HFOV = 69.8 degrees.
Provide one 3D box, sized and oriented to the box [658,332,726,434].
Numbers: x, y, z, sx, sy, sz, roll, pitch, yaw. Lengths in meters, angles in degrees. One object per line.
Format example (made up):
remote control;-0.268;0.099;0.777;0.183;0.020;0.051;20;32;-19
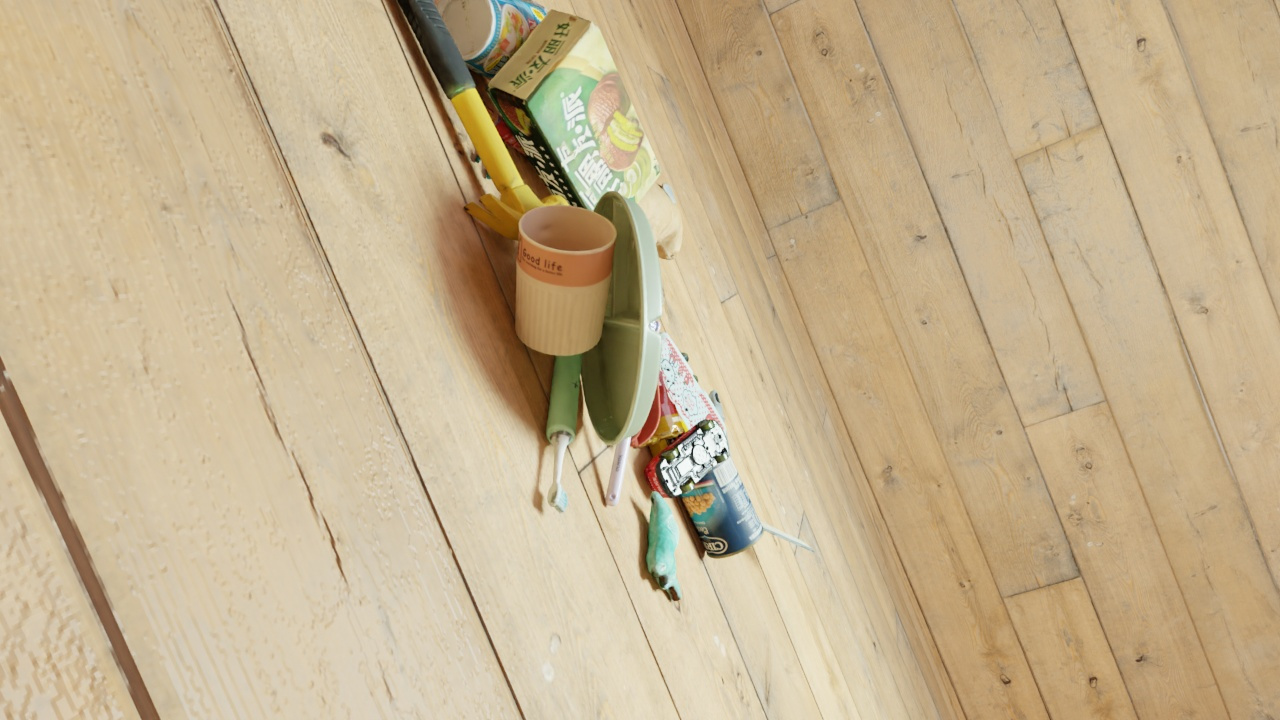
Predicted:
box;0.052;0.056;1.121;0.201;0.068;0.090;56;21;-39

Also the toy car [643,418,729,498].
toy car;0.051;0.108;1.018;0.120;0.045;0.053;-31;101;-41

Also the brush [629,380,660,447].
brush;-0.012;0.016;0.945;0.069;0.063;0.145;54;31;-80

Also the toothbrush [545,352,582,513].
toothbrush;-0.068;0.046;0.816;0.027;0.026;0.224;48;24;-31

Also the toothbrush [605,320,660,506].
toothbrush;-0.010;0.048;0.889;0.021;0.029;0.189;97;4;-75

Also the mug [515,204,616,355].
mug;-0.075;-0.077;0.804;0.114;0.081;0.106;46;-41;41

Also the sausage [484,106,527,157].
sausage;-0.136;-0.238;0.974;0.155;0.020;0.020;18;52;-69

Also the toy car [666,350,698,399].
toy car;0.057;0.026;1.232;0.090;0.035;0.042;60;19;-46

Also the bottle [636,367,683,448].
bottle;-0.006;0.006;1.012;0.057;0.057;0.175;10;60;-71

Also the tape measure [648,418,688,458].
tape measure;0.030;0.091;1.058;0.057;0.029;0.060;-24;95;-46

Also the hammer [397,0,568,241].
hammer;-0.165;-0.247;0.844;0.301;0.033;0.128;63;27;-8

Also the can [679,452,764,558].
can;0.091;0.167;1.088;0.111;0.075;0.075;65;17;-10

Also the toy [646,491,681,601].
toy;0.024;0.194;0.928;0.091;0.030;0.096;-79;151;-54

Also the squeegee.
squeegee;0.124;0.144;1.294;0.246;0.039;0.246;28;34;-40

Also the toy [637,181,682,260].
toy;-0.008;-0.204;1.234;0.143;0.083;0.225;58;18;7

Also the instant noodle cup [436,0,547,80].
instant noodle cup;-0.150;-0.328;0.927;0.109;0.099;0.099;-15;84;-66

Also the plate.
plate;-0.021;-0.038;0.834;0.230;0.027;0.230;179;-89;-74

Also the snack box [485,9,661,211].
snack box;-0.063;-0.243;0.984;0.063;0.114;0.240;29;-15;30

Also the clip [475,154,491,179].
clip;-0.148;-0.199;0.897;0.041;0.014;0.056;57;22;-34
